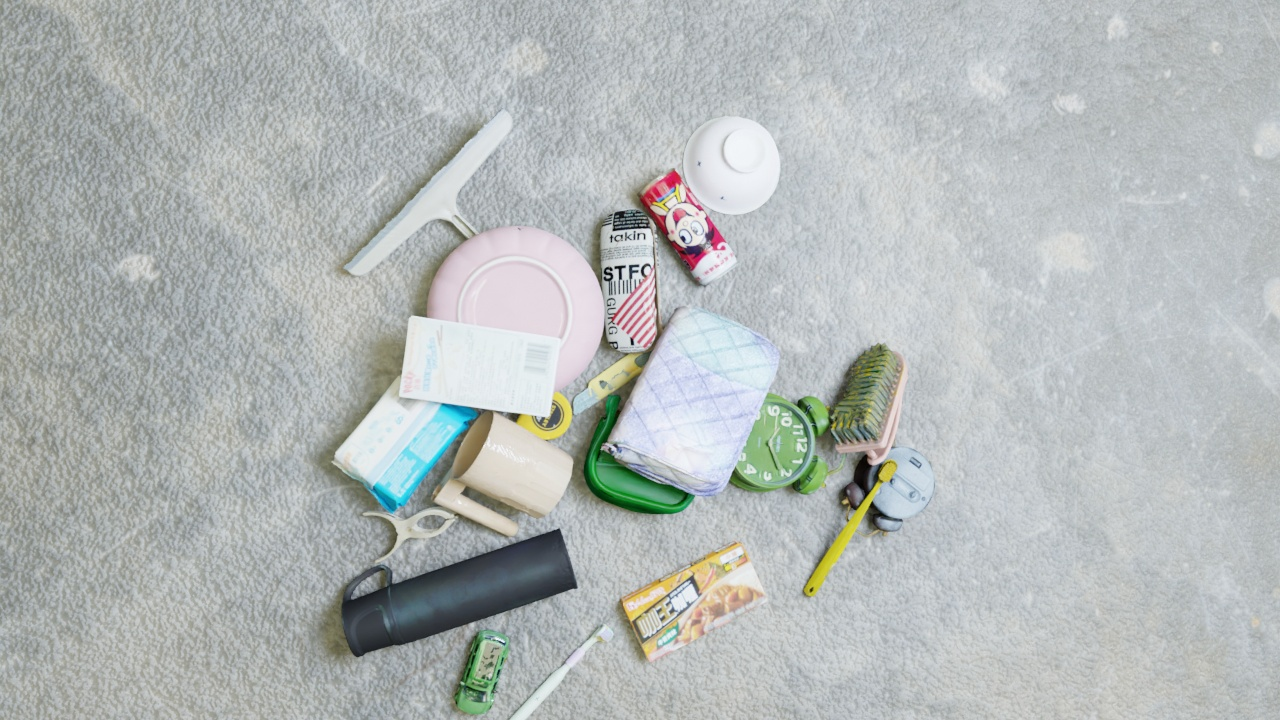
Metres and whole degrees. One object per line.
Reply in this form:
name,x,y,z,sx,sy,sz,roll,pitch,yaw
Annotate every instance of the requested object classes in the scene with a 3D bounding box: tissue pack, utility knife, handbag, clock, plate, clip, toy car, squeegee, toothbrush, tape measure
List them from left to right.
tissue pack,-0.253,0.085,0.985,0.090,0.063,0.140,38,80,-1
clip,-0.247,0.183,0.997,0.097,0.034,0.060,-14,90,-4
toy car,-0.172,0.342,1.000,0.043,0.036,0.091,17,89,-9
squeegee,-0.150,-0.104,1.022,0.246,0.039,0.246,44,88,-6
plate,-0.134,-0.050,0.986,0.192,0.039,0.192,0,92,-5
tape measure,-0.105,0.061,1.025,0.057,0.029,0.060,27,83,-1
toothbrush,-0.103,0.366,1.017,0.189,0.029,0.020,-44,52,-7
utility knife,-0.006,0.006,1.054,0.177,0.019,0.031,-34,87,-4
handbag,0.006,0.109,1.027,0.131,0.068,0.120,17,76,-6
handbag,0.059,0.045,0.984,0.134,0.076,0.193,25,61,6
clock,0.159,0.095,1.051,0.161,0.056,0.116,4,87,-9
toothbrush,0.238,0.193,1.043,0.016,0.016,0.190,31,107,11
clock,0.286,0.150,1.069,0.082,0.055,0.122,38,83,-6

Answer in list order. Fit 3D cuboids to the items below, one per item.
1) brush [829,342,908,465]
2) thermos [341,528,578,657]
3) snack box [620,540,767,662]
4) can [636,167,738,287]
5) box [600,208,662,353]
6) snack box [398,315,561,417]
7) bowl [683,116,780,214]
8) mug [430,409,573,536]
brush,0.271,0.046,1.055,0.073,0.063,0.145,46,52,-25
thermos,-0.195,0.239,0.988,0.242,0.068,0.090,-15,67,-9
snack box,0.061,0.272,1.043,0.153,0.026,0.075,-25,91,-9
can,0.055,-0.151,1.048,0.053,0.053,0.133,-36,93,-9
box,-0.010,-0.088,1.046,0.075,0.077,0.163,-6,88,18
snack box,-0.165,0.007,0.951,0.157,0.027,0.084,8,92,-5
bowl,0.113,-0.232,1.056,0.118,0.065,0.118,0,88,-9
mug,-0.148,0.128,0.987,0.103,0.084,0.125,31,108,-21
